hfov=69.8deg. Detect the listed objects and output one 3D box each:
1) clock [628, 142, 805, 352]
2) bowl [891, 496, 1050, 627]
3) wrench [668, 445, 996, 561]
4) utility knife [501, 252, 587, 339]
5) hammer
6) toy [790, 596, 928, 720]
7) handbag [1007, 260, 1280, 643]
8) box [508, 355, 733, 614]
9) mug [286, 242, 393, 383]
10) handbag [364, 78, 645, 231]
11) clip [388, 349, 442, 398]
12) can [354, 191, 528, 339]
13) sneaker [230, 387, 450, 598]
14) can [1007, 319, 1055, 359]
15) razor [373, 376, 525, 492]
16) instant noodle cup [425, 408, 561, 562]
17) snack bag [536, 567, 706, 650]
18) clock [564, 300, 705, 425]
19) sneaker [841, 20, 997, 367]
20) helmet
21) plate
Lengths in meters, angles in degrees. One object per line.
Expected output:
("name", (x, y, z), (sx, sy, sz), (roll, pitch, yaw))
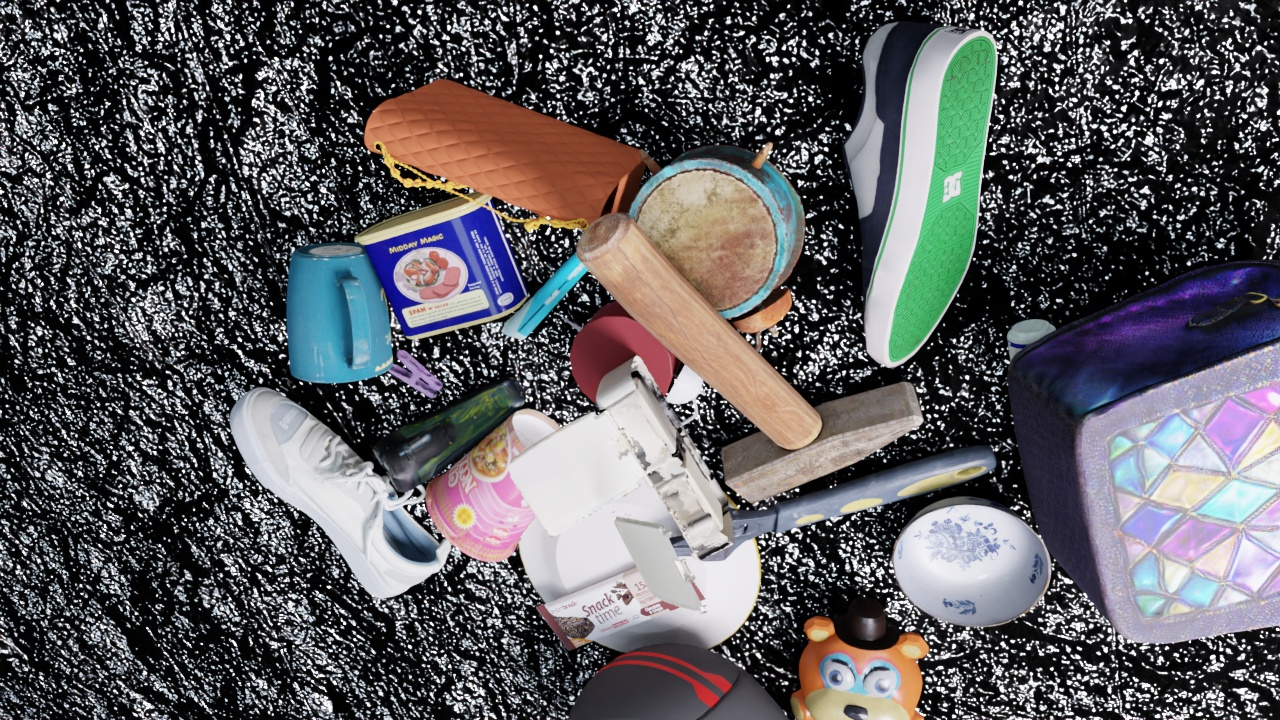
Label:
("clock", (0.055, -0.075, 0.663), (0.121, 0.073, 0.158), (1, 111, 18))
("bowl", (0.258, 0.150, 0.722), (0.114, 0.045, 0.114), (7, 116, 14))
("wrench", (0.145, 0.116, 0.734), (0.274, 0.022, 0.073), (-19, 139, 15))
("utility knife", (-0.060, -0.068, 0.734), (0.022, 0.015, 0.152), (27, 123, -31))
("hammer", (0.065, -0.003, 0.635), (0.158, 0.037, 0.300), (-27, 134, 26))
("toy", (0.186, 0.279, 0.785), (0.112, 0.096, 0.176), (4, 104, 16))
("handbag", (0.375, 0.058, 0.593), (0.222, 0.125, 0.205), (-18, 109, 5))
("box", (-0.016, 0.095, 0.630), (0.106, 0.192, 0.143), (-31, 96, 8))
("mug", (-0.246, -0.039, 0.757), (0.112, 0.084, 0.104), (26, 121, 54))
("handbag", (-0.095, -0.139, 0.659), (0.172, 0.108, 0.060), (21, 118, 6))
("clip", (-0.201, 0.014, 0.818), (0.052, 0.013, 0.035), (40, 120, -7))
("can", (-0.157, -0.076, 0.738), (0.116, 0.056, 0.092), (-12, 111, 22))
("sneaker", (-0.267, 0.113, 0.848), (0.091, 0.089, 0.242), (-27, 111, 21))
("can", (0.286, 0.019, 0.660), (0.032, 0.032, 0.095), (-9, 111, 20))
("razor", (-0.167, 0.063, 0.802), (0.152, 0.067, 0.054), (-30, 91, 18))
("instant noodle cup", (-0.115, 0.102, 0.792), (0.097, 0.097, 0.109), (41, 112, -5))
("snack bag", (-0.021, 0.220, 0.832), (0.158, 0.013, 0.057), (-27, 102, 26))
("clock", (-0.004, 0.004, 0.735), (0.087, 0.044, 0.124), (-33, 101, 27))
("sneaker", (0.174, -0.108, 0.621), (0.079, 0.084, 0.236), (33, 136, 41))
("helmet", (0.031, 0.335, 0.800), (0.265, 0.163, 0.170), (-19, 95, 45))
("plate", (-0.006, 0.183, 0.832), (0.230, 0.021, 0.230), (7, 116, 14))
